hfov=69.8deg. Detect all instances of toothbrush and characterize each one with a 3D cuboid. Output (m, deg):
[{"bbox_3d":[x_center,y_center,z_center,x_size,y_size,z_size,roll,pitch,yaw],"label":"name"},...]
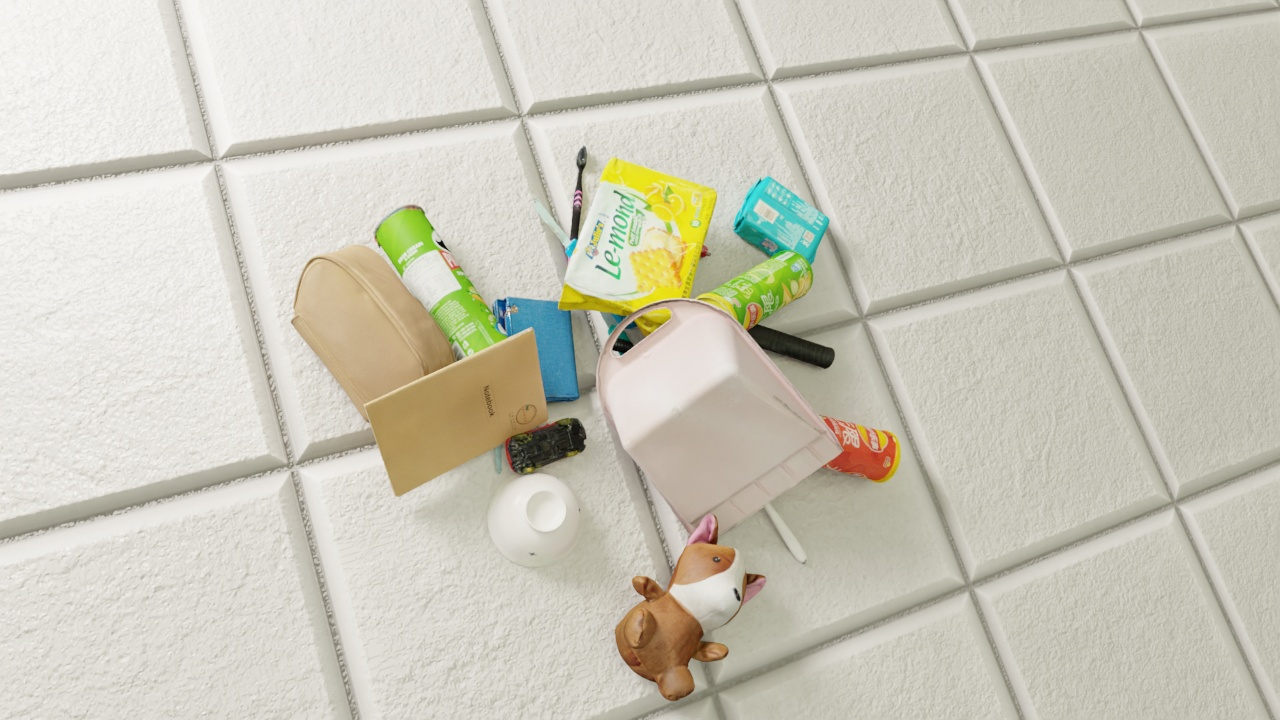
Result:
[{"bbox_3d":[0.167,0.189,1.185,0.016,0.016,0.180,-35,95,-17],"label":"toothbrush"},{"bbox_3d":[-0.086,-0.209,1.252,0.014,0.018,0.189,9,72,-13],"label":"toothbrush"}]

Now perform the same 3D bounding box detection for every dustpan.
[{"bbox_3d":[0.081,0.060,1.126,0.223,0.138,0.273,-35,123,13],"label":"dustpan"}]

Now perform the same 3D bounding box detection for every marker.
[{"bbox_3d":[0.018,-0.010,1.210,0.130,0.018,0.022,12,49,-22],"label":"marker"}]

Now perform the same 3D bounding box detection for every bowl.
[{"bbox_3d":[-0.119,0.182,1.089,0.118,0.065,0.118,5,71,-15],"label":"bowl"}]

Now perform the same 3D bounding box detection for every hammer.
[{"bbox_3d":[0.125,-0.044,1.245,0.300,0.033,0.128,16,55,-14],"label":"hammer"}]

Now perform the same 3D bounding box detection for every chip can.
[{"bbox_3d":[-0.236,-0.079,1.113,0.072,0.072,0.236,-29,73,-23],"label":"chip can"},{"bbox_3d":[0.151,-0.085,1.212,0.220,0.073,0.072,-31,83,-45],"label":"chip can"},{"bbox_3d":[0.234,0.104,1.199,0.216,0.073,0.073,16,68,-22],"label":"chip can"}]

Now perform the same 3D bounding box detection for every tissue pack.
[{"bbox_3d":[0.204,-0.194,1.316,0.133,0.050,0.093,33,64,-5],"label":"tissue pack"}]

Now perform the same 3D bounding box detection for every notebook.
[{"bbox_3d":[-0.204,0.060,1.056,0.207,0.148,0.008,-26,46,-24],"label":"notebook"}]

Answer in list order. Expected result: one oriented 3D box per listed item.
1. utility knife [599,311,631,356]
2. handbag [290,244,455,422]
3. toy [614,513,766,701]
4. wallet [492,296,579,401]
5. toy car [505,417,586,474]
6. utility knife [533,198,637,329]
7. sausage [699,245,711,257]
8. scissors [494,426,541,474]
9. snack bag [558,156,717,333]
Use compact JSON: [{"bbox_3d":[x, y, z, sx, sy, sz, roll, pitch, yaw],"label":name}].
[{"bbox_3d":[-0.007,0.007,1.207,0.029,0.013,0.176,-25,81,-34],"label":"utility knife"},{"bbox_3d":[-0.310,-0.030,1.066,0.204,0.148,0.099,52,31,4],"label":"handbag"},{"bbox_3d":[0.062,0.288,1.083,0.199,0.131,0.140,-40,104,-33],"label":"toy"},{"bbox_3d":[-0.133,-0.013,1.161,0.106,0.040,0.133,2,70,-28],"label":"wallet"},{"bbox_3d":[-0.116,0.104,1.130,0.106,0.031,0.049,-18,98,-29],"label":"toy car"},{"bbox_3d":[-0.074,-0.129,1.222,0.218,0.018,0.034,52,48,1],"label":"utility knife"},{"bbox_3d":[0.028,-0.179,1.275,0.156,0.020,0.020,25,67,-7],"label":"sausage"},{"bbox_3d":[-0.180,0.074,1.133,0.133,0.017,0.133,7,70,-19],"label":"scissors"},{"bbox_3d":[0.001,-0.146,1.191,0.158,0.068,0.245,17,61,0],"label":"snack bag"}]
